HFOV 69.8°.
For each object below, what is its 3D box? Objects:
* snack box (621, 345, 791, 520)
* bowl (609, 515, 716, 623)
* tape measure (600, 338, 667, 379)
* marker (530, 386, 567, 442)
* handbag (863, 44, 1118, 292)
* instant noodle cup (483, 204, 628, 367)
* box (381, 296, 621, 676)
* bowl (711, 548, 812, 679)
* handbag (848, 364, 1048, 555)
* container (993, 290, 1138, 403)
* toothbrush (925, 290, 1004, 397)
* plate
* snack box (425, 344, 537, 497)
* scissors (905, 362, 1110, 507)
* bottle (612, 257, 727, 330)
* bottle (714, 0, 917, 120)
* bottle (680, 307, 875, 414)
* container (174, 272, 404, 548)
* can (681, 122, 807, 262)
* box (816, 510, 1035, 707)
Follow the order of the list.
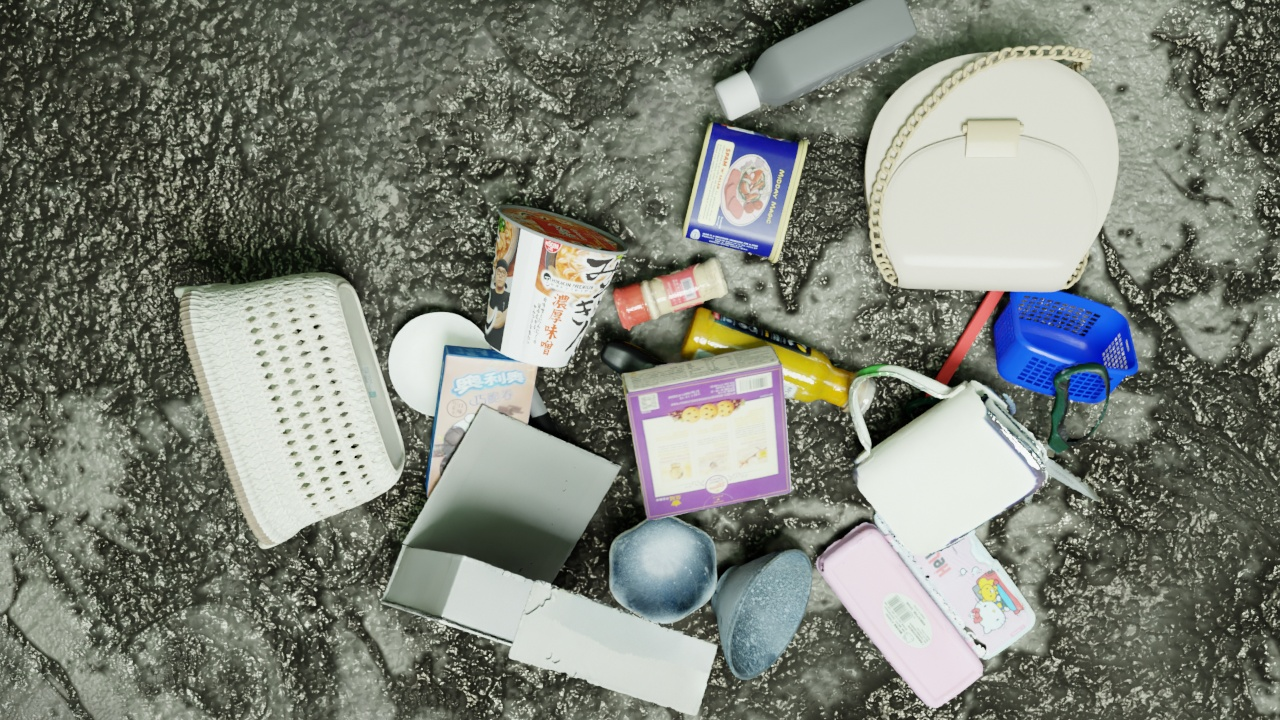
[{"bbox_3d":[0.064,0.070,0.859,0.143,0.040,0.148,-10,119,-3],"label":"snack box"},{"bbox_3d":[0.022,0.200,0.916,0.110,0.055,0.110,0,98,1],"label":"bowl"},{"bbox_3d":[-0.005,0.005,0.886,0.062,0.061,0.034,29,96,13],"label":"tape measure"},{"bbox_3d":[-0.109,0.032,0.918,0.022,0.016,0.138,-28,97,-26],"label":"marker"},{"bbox_3d":[0.313,-0.169,0.840,0.211,0.103,0.208,3,97,12],"label":"handbag"},{"bbox_3d":[-0.089,-0.066,0.857,0.123,0.123,0.122,19,107,-1],"label":"instant noodle cup"},{"bbox_3d":[-0.119,0.108,0.928,0.167,0.420,0.174,28,135,-27],"label":"box"},{"bbox_3d":[0.108,0.239,0.910,0.057,0.136,0.137,22,100,39],"label":"bowl"},{"bbox_3d":[0.265,0.072,0.850,0.176,0.073,0.152,48,120,2],"label":"handbag"},{"bbox_3d":[0.391,-0.012,0.858,0.114,0.096,0.058,15,138,0],"label":"container"},{"bbox_3d":[0.336,-0.052,0.896,0.012,0.018,0.213,28,101,-3],"label":"toothbrush"},{"bbox_3d":[-0.194,0.003,0.908,0.104,0.026,0.104,0,97,2],"label":"plate"},{"bbox_3d":[-0.155,0.063,0.889,0.087,0.034,0.151,6,109,-18],"label":"snack box"},{"bbox_3d":[0.368,0.062,0.858,0.201,0.015,0.203,30,137,1],"label":"scissors"},{"bbox_3d":[0.029,-0.065,0.885,0.109,0.044,0.044,-18,97,3],"label":"bottle"},{"bbox_3d":[0.153,-0.272,0.833,0.174,0.083,0.046,-24,97,5],"label":"bottle"},{"bbox_3d":[0.134,0.004,0.887,0.186,0.053,0.053,20,98,-2],"label":"bottle"},{"bbox_3d":[-0.315,0.034,0.844,0.143,0.184,0.246,-16,98,-7],"label":"container"},{"bbox_3d":[0.096,-0.159,0.864,0.092,0.056,0.116,14,98,1],"label":"can"},{"bbox_3d":[0.290,0.235,0.924,0.152,0.038,0.201,-38,96,5],"label":"box"}]
